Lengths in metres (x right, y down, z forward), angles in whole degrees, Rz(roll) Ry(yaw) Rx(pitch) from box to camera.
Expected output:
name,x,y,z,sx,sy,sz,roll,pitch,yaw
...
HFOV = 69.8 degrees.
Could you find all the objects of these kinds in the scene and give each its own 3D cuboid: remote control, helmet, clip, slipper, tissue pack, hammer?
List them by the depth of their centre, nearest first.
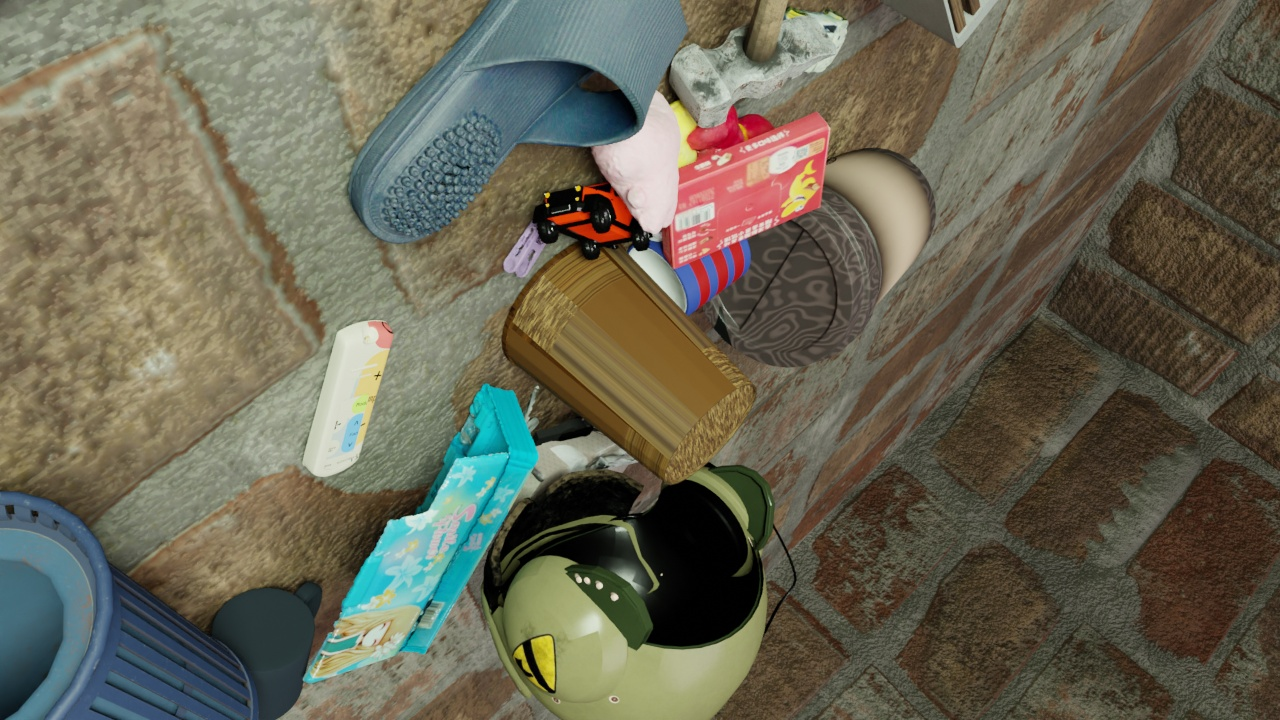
name,x,y,z,sx,sy,sz,roll,pitch,yaw
slipper,-0.044,-0.153,0.505,0.263,0.082,0.101,-45,155,-5
hammer,0.087,-0.246,0.512,0.121,0.049,0.319,-29,167,-10
remote control,-0.195,0.026,0.610,0.038,0.018,0.126,-19,142,-50
clip,-0.079,-0.083,0.648,0.053,0.013,0.037,-49,158,-4
helmet,-0.022,0.184,0.757,0.249,0.255,0.233,-26,148,-44
tissue pack,-0.059,0.105,0.914,0.181,0.071,0.104,-17,150,-49

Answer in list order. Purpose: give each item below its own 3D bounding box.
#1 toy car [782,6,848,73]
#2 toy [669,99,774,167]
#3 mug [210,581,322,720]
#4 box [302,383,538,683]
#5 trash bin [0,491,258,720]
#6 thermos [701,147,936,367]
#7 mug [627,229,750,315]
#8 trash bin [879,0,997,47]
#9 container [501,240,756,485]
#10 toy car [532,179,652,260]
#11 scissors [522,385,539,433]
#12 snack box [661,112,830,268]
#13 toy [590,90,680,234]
name,x,y,z,sx,sy,sz,roll,pitch,yaw
toy car,0.135,-0.252,0.730,0.105,0.033,0.048,-23,146,-48
toy,0.052,-0.166,0.698,0.137,0.067,0.106,-12,138,-36
mug,-0.283,0.217,0.709,0.104,0.071,0.078,-54,171,-53
box,-0.161,0.146,0.725,0.228,0.083,0.172,-59,-177,22
trash bin,-0.312,0.186,0.507,0.139,0.139,0.250,-38,158,-22
thermos,0.179,-0.112,0.879,0.225,0.173,0.173,-35,155,-43
mug,0.036,-0.099,0.767,0.076,0.075,0.112,-37,129,-25
trash bin,0.185,-0.321,0.594,0.114,0.114,0.228,-52,157,11
container,-0.004,0.004,0.720,0.132,0.167,0.132,-39,156,-21
toy car,-0.031,-0.103,0.646,0.100,0.051,0.048,11,74,-63
scissors,-0.110,0.065,0.791,0.090,0.014,0.172,-48,175,-9
snack box,0.078,-0.127,0.694,0.133,0.021,0.089,-24,148,-10
toy,0.001,-0.132,0.608,0.098,0.053,0.096,-40,118,-61
